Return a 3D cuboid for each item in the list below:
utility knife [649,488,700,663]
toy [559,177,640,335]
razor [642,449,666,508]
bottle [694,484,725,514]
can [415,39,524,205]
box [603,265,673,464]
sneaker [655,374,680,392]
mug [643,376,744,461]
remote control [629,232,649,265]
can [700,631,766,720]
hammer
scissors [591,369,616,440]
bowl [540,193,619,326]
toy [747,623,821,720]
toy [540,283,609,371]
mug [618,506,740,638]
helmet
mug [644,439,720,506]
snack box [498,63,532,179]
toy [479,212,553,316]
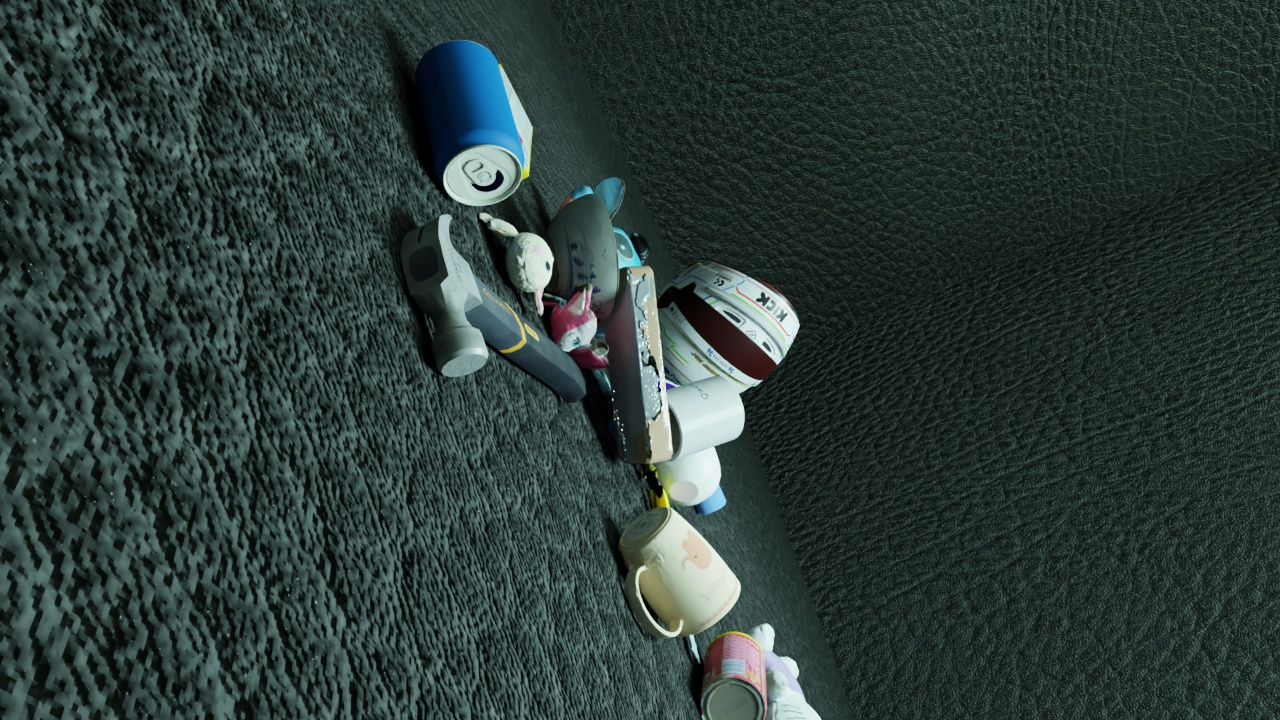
[{"bbox_3d":[0.041,0.240,1.052,0.233,0.020,0.029,-104,166,-46],"label":"utility knife"},{"bbox_3d":[-0.058,-0.144,1.178,0.191,0.099,0.224,-114,-164,-49],"label":"toy"},{"bbox_3d":[0.021,0.175,1.077,0.044,0.021,0.144,92,-9,-50],"label":"razor"},{"bbox_3d":[0.087,0.173,1.435,0.048,0.048,0.131,-55,121,-81],"label":"bottle"},{"bbox_3d":[-0.154,-0.216,0.826,0.079,0.079,0.146,54,15,-57],"label":"can"},{"bbox_3d":[-0.010,0.006,1.038,0.157,0.071,0.216,-175,-101,-89],"label":"box"},{"bbox_3d":[0.042,0.069,1.298,0.244,0.092,0.111,62,7,-53],"label":"sneaker"},{"bbox_3d":[0.051,0.065,1.129,0.120,0.096,0.083,24,-59,49],"label":"mug"},{"bbox_3d":[-0.017,-0.112,1.250,0.141,0.021,0.045,117,-37,-52],"label":"remote control"},{"bbox_3d":[0.099,0.339,0.967,0.124,0.067,0.066,-36,103,-82],"label":"can"},{"bbox_3d":[-0.105,-0.017,0.760,0.312,0.035,0.139,48,18,-68],"label":"hammer"},{"bbox_3d":[-0.033,0.058,1.112,0.125,0.014,0.130,-55,125,-80],"label":"scissors"},{"bbox_3d":[-0.077,-0.108,1.013,0.151,0.056,0.150,173,-90,-66],"label":"bowl"},{"bbox_3d":[0.173,0.436,1.129,0.138,0.085,0.209,59,9,-33],"label":"toy"},{"bbox_3d":[-0.069,-0.027,0.971,0.050,0.066,0.102,-45,119,-47],"label":"toy"},{"bbox_3d":[0.026,0.205,0.867,0.104,0.085,0.111,55,40,-13],"label":"mug"},{"bbox_3d":[0.125,-0.044,1.614,0.231,0.236,0.314,39,2,-17],"label":"helmet"},{"bbox_3d":[0.046,0.130,1.164,0.124,0.090,0.076,44,28,-23],"label":"mug"},{"bbox_3d":[-0.165,-0.277,1.067,0.200,0.042,0.092,-99,163,-60],"label":"snack box"},{"bbox_3d":[-0.114,-0.100,0.903,0.087,0.050,0.112,-91,162,-70],"label":"toy"}]
